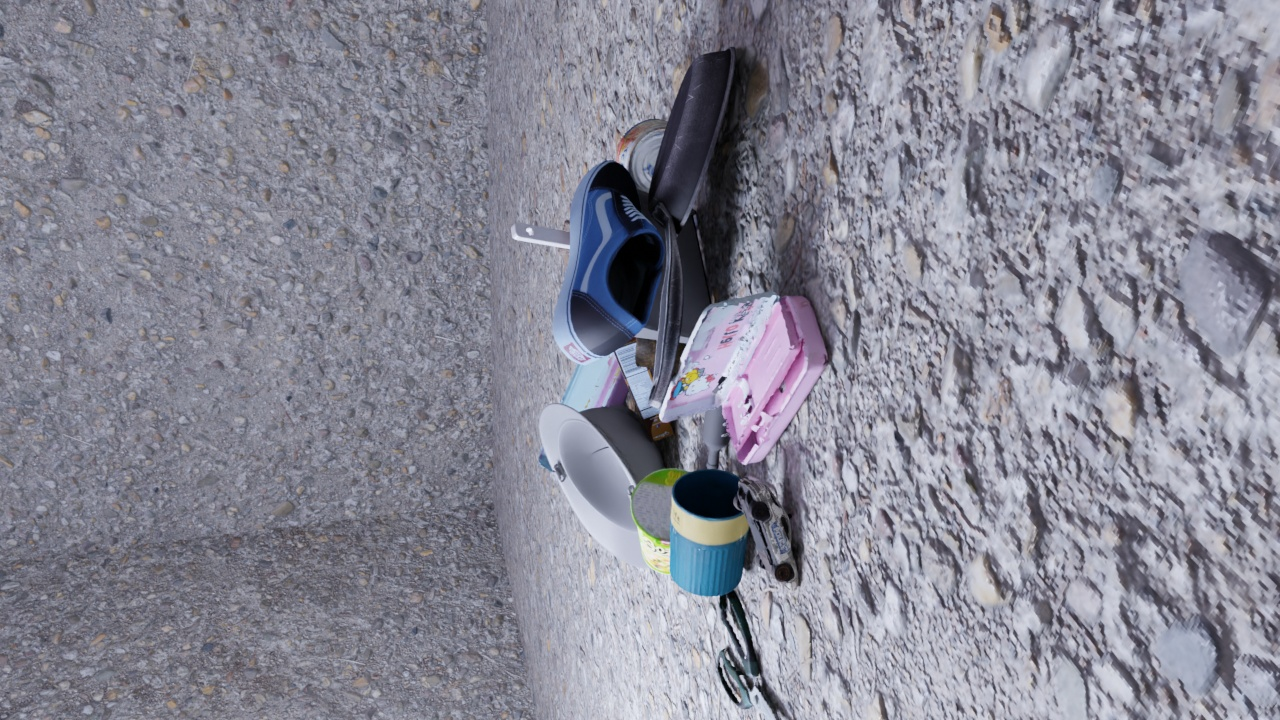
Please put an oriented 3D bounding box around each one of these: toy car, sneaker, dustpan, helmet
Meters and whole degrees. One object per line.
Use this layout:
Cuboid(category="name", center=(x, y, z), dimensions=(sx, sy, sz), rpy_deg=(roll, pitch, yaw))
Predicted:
Cuboid(category="toy car", center=(0.122, 0.158, 0.846), dimensions=(0.048, 0.040, 0.113), rpy_deg=(-157, 45, -73))
Cuboid(category="sneaker", center=(-0.009, -0.104, 0.823), dimensions=(0.098, 0.083, 0.240), rpy_deg=(-26, 39, 32))
Cuboid(category="dustpan", center=(-0.021, -0.104, 0.916), dimensions=(0.033, 0.257, 0.163), rpy_deg=(-31, 63, 47))
Cuboid(category="helmet", center=(-0.023, 0.143, 1.240), dimensions=(0.184, 0.117, 0.271), rpy_deg=(8, 128, 47))

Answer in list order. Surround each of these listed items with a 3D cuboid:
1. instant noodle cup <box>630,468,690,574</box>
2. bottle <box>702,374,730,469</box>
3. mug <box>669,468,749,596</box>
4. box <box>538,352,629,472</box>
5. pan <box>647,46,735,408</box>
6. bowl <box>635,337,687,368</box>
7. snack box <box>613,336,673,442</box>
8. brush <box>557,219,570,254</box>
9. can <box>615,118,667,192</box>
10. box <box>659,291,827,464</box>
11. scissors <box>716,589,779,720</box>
Cuboid(category="instant noodle cup", center=(0.037, 0.196, 1.077), dimensions=(0.108, 0.099, 0.098), rpy_deg=(91, 166, -52))
Cuboid(category="bottle", center=(0.082, 0.069, 0.970), dimensions=(0.030, 0.030, 0.113), rpy_deg=(-117, 26, -55))
Cuboid(category="mug", center=(0.076, 0.171, 0.962), dimensions=(0.113, 0.083, 0.107), rpy_deg=(-65, -22, -58))
Cuboid(category="box", center=(-0.075, 0.081, 1.362), dimensions=(0.150, 0.048, 0.214), rpy_deg=(27, 94, 56))
Cuboid(category="pan", center=(0.034, -0.131, 0.865), dimensions=(0.187, 0.055, 0.356), rpy_deg=(131, 154, -73))
Cuboid(category="bowl", center=(0.038, -0.045, 1.022), dimensions=(0.121, 0.056, 0.121), rpy_deg=(15, -91, -82))
Cuboid(category="snack box", center=(-0.007, 0.007, 1.149), dimensions=(0.186, 0.031, 0.101), rpy_deg=(69, -179, -47))
Cuboid(category="brush", center=(-0.024, -0.139, 1.080), dimensions=(0.008, 0.143, 0.045), rpy_deg=(-109, 29, -45))
Cuboid(category="can", center=(0.019, -0.218, 1.006), dimensions=(0.043, 0.086, 0.086), rpy_deg=(-125, 33, -59))
Cuboid(category="box", center=(0.081, 0.021, 0.821), dimensions=(0.202, 0.102, 0.086), rpy_deg=(109, 154, -57))
Cuboid(category="scissors", center=(0.115, 0.318, 0.962), dimensions=(0.210, 0.015, 0.147), rpy_deg=(-154, 62, -73))
